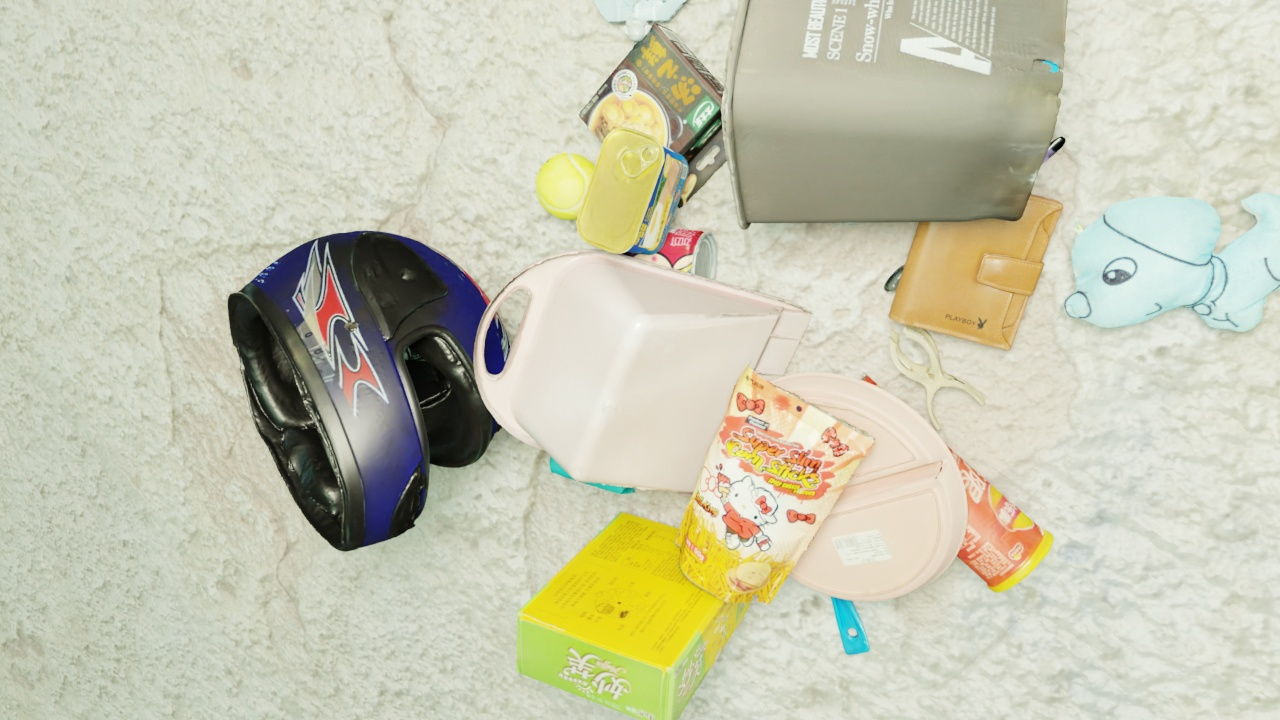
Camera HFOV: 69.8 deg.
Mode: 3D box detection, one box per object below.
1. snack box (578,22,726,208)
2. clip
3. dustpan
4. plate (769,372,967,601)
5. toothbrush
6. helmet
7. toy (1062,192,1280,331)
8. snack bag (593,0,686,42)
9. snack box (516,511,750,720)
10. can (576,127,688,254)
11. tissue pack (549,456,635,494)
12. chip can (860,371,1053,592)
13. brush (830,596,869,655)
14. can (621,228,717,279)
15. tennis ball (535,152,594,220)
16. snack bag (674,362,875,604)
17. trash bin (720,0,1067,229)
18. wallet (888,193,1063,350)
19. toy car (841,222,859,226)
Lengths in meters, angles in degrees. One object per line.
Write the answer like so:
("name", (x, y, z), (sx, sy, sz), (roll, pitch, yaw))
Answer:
("snack box", (0.024, -0.225, 0.855), (0.113, 0.053, 0.125), (-45, 78, 26))
("clip", (0.257, 0.011, 0.818), (0.071, 0.034, 0.100), (-37, 95, 26))
("dustpan", (-0.005, 0.005, 0.857), (0.139, 0.272, 0.223), (42, 115, 42))
("plate", (0.172, 0.120, 0.819), (0.230, 0.028, 0.230), (16, 121, 28))
("toothbrush", (0.282, -0.121, 0.782), (0.014, 0.016, 0.189), (45, 114, -3))
("helmet", (-0.245, 0.015, 0.909), (0.315, 0.239, 0.248), (52, 143, 27))
("toy", (0.416, -0.078, 0.715), (0.156, 0.049, 0.162), (41, 110, 8))
("snack bag", (-0.028, -0.389, 0.842), (0.191, 0.038, 0.110), (48, 111, 5))
("snack box", (0.001, 0.236, 0.873), (0.158, 0.209, 0.070), (12, 114, 23))
("can", (-0.004, -0.143, 0.800), (0.057, 0.083, 0.102), (23, 101, 17))
("tissue pack", (-0.040, 0.072, 0.951), (0.093, 0.050, 0.134), (16, 109, 18))
("chip can", (0.256, 0.107, 0.817), (0.216, 0.073, 0.073), (42, 115, 9))
("brush", (0.173, 0.170, 0.892), (0.083, 0.045, 0.255), (-17, 99, 22))
("can", (0.019, -0.094, 0.875), (0.094, 0.066, 0.066), (8, 106, 22))
("tennis ball", (-0.070, -0.170, 0.896), (0.065, 0.065, 0.065), (6, 105, 22))
("snack bag", (0.107, 0.116, 0.813), (0.128, 0.073, 0.208), (33, 121, 19))
("trash bin", (0.187, -0.208, 0.691), (0.220, 0.199, 0.198), (8, 70, 15))
("wallet", (0.281, -0.083, 0.775), (0.108, 0.031, 0.132), (16, 112, 9))
("toy car", (0.164, -0.154, 0.817), (0.090, 0.034, 0.043), (31, 109, 13))
